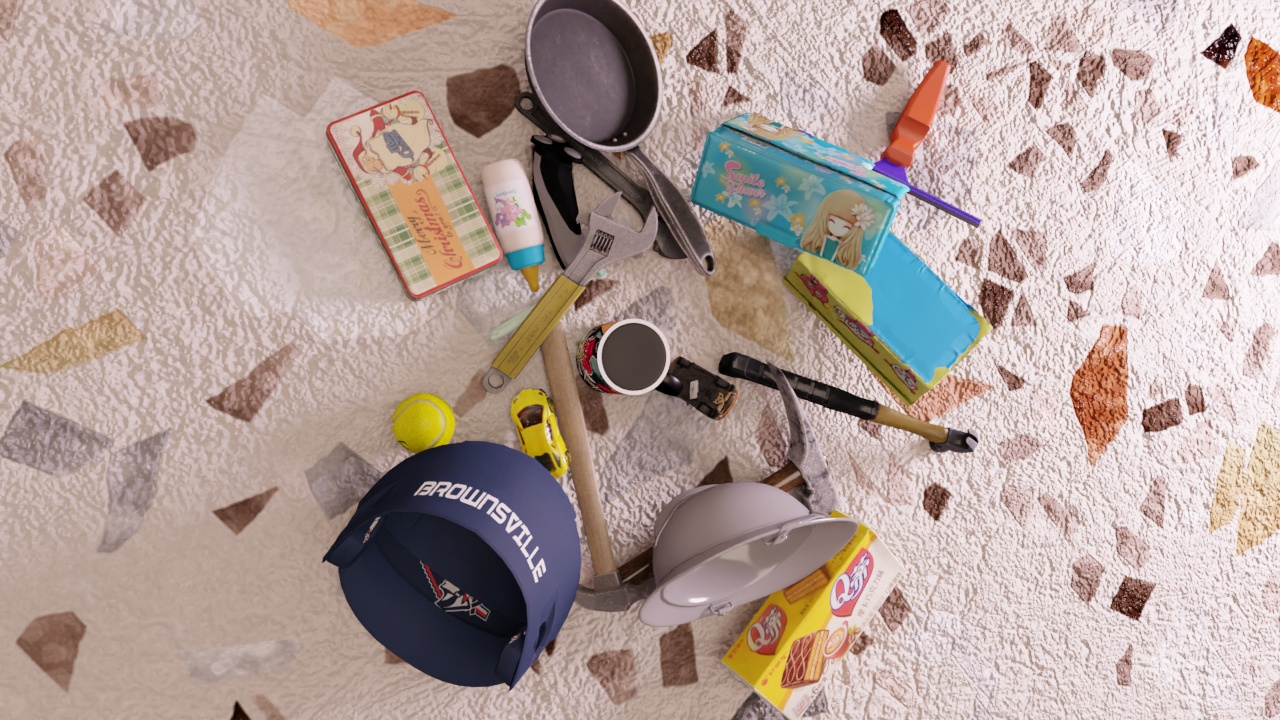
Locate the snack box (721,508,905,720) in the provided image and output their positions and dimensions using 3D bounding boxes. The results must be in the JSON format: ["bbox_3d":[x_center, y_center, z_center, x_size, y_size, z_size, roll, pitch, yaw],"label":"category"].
[{"bbox_3d":[0.207,0.301,1.087,0.230,0.062,0.110,-50,126,-11],"label":"snack box"}]

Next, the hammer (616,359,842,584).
[{"bbox_3d":[0.076,0.158,1.055,0.300,0.037,0.218,-30,118,-9],"label":"hammer"}]

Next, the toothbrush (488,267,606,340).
[{"bbox_3d":[-0.105,-0.065,1.039,0.154,0.015,0.022,-34,79,-15],"label":"toothbrush"}]

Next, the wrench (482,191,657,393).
[{"bbox_3d":[-0.083,-0.071,1.011,0.083,0.018,0.273,36,95,-11],"label":"wrench"}]

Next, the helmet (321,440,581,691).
[{"bbox_3d":[-0.179,0.206,0.918,0.232,0.222,0.273,34,110,0],"label":"helmet"}]

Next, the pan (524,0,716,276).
[{"bbox_3d":[-0.012,-0.249,1.034,0.186,0.055,0.357,-39,109,-36],"label":"pan"}]

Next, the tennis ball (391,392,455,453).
[{"bbox_3d":[-0.230,0.067,0.974,0.065,0.065,0.065,0,89,-17],"label":"tennis ball"}]

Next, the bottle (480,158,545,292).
[{"bbox_3d":[-0.135,-0.146,1.013,0.051,0.051,0.146,-17,95,-16],"label":"bottle"}]

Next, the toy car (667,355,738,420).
[{"bbox_3d":[0.074,0.037,1.057,0.047,0.112,0.047,-55,136,-3],"label":"toy car"}]

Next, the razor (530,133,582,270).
[{"bbox_3d":[-0.090,-0.173,1.027,0.060,0.057,0.156,5,107,25],"label":"razor"}]

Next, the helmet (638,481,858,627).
[{"bbox_3d":[0.097,0.184,0.993,0.270,0.184,0.117,-10,54,-29],"label":"helmet"}]

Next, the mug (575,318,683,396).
[{"bbox_3d":[-0.006,0.006,1.025,0.118,0.098,0.081,31,81,-14],"label":"mug"}]

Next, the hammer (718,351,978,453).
[{"bbox_3d":[0.255,0.053,1.106,0.333,0.118,0.025,19,81,-10],"label":"hammer"}]

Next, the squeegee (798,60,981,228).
[{"bbox_3d":[0.344,-0.297,1.157,0.249,0.055,0.184,27,81,3],"label":"squeegee"}]

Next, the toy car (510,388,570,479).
[{"bbox_3d":[-0.113,0.082,1.014,0.049,0.030,0.107,-21,82,15],"label":"toy car"}]

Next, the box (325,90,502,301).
[{"bbox_3d":[-0.241,-0.175,0.984,0.117,0.049,0.205,-26,98,-15],"label":"box"}]

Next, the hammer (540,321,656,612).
[{"bbox_3d":[-0.066,0.119,1.025,0.119,0.030,0.331,-14,88,13],"label":"hammer"}]

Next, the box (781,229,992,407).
[{"bbox_3d":[0.291,-0.066,1.091,0.124,0.081,0.221,-43,82,-15],"label":"box"}]

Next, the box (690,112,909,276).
[{"bbox_3d":[0.190,-0.201,1.068,0.227,0.098,0.121,26,37,16],"label":"box"}]

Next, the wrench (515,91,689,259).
[{"bbox_3d":[-0.034,-0.214,1.062,0.273,0.018,0.073,38,78,-11],"label":"wrench"}]
